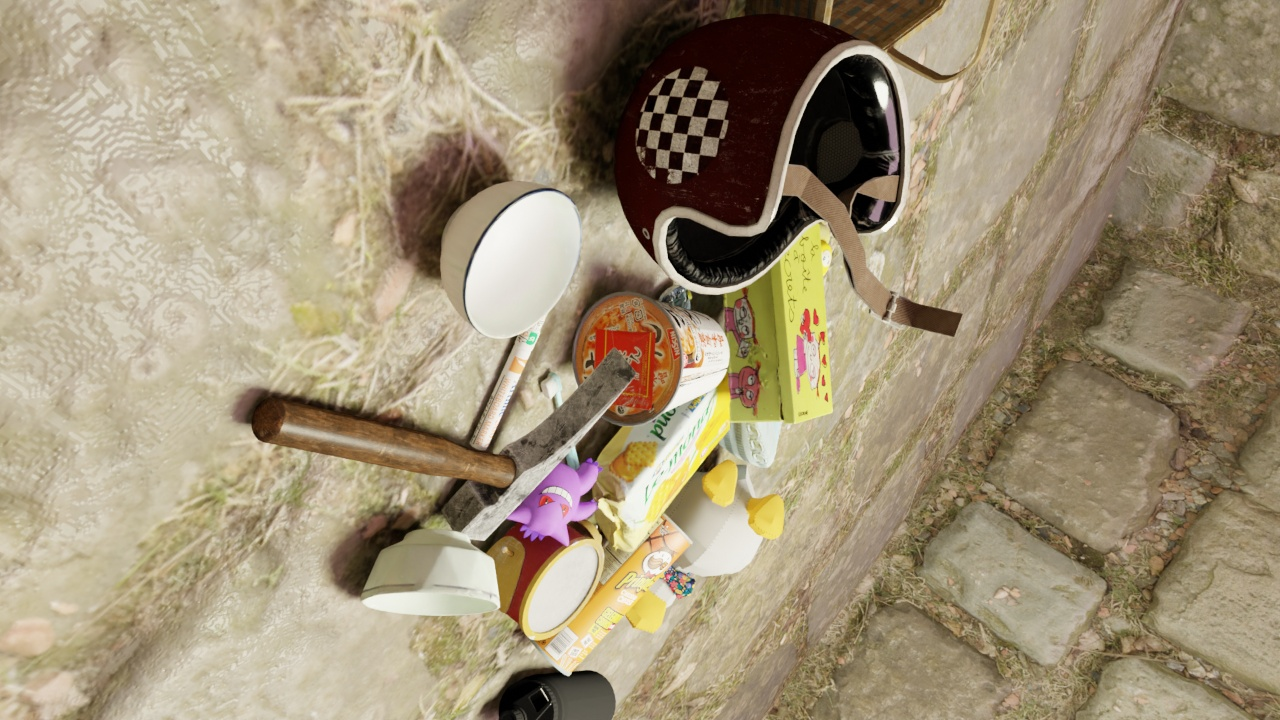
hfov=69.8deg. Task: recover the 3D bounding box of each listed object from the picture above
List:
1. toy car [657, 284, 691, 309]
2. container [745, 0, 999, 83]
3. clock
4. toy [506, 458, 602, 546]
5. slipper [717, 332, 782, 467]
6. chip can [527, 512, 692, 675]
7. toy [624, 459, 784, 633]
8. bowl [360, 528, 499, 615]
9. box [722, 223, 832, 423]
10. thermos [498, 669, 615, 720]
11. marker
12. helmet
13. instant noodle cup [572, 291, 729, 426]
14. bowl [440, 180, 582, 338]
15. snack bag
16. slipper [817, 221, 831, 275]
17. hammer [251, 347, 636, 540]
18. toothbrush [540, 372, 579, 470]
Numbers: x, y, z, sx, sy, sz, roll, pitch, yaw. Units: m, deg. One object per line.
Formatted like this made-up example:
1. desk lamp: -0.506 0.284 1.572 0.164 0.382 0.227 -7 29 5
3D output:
1. toy car: 0.035 -0.042 0.983 0.038 0.027 0.090 -41 143 -30
2. container: 0.231 -0.343 0.824 0.249 0.186 0.158 -40 148 -31
3. clock: -0.098 0.217 0.971 0.158 0.081 0.117 -2 116 -55
4. toy: -0.091 0.134 0.910 0.056 0.106 0.087 -30 -144 50
5. slipper: 0.139 0.050 1.175 0.074 0.104 0.246 -41 144 -24
6. chip can: -0.037 0.273 1.108 0.215 0.075 0.075 -46 151 -8
7. toy: 0.081 0.235 1.241 0.268 0.141 0.245 -51 -177 46
8. bowl: -0.178 0.182 0.794 0.117 0.117 0.061 55 32 -61
9. box: 0.151 -0.044 1.015 0.124 0.082 0.221 -2 91 -58
10. thermos: -0.111 0.448 1.184 0.086 0.086 0.198 -58 153 -1
11. marker: -0.114 0.013 0.805 0.017 0.017 0.145 5 114 -60
12. helmet: 0.109 -0.152 0.739 0.232 0.254 0.234 -8 111 -47
13. instant noodle cup: 0.020 -0.004 0.889 0.121 0.124 0.124 -5 122 -56
14. bowl: -0.105 -0.082 0.675 0.117 0.062 0.118 -40 147 -33
15. snack bag: 0.027 0.095 1.050 0.246 0.068 0.160 -49 157 -25
16. slipper: 0.180 -0.090 1.120 0.091 0.081 0.191 9 113 -58
17. hammer: -0.149 0.046 0.719 0.218 0.037 0.300 -46 150 10
18. toothbrush: -0.078 0.073 0.929 0.016 0.016 0.181 -47 150 -27
